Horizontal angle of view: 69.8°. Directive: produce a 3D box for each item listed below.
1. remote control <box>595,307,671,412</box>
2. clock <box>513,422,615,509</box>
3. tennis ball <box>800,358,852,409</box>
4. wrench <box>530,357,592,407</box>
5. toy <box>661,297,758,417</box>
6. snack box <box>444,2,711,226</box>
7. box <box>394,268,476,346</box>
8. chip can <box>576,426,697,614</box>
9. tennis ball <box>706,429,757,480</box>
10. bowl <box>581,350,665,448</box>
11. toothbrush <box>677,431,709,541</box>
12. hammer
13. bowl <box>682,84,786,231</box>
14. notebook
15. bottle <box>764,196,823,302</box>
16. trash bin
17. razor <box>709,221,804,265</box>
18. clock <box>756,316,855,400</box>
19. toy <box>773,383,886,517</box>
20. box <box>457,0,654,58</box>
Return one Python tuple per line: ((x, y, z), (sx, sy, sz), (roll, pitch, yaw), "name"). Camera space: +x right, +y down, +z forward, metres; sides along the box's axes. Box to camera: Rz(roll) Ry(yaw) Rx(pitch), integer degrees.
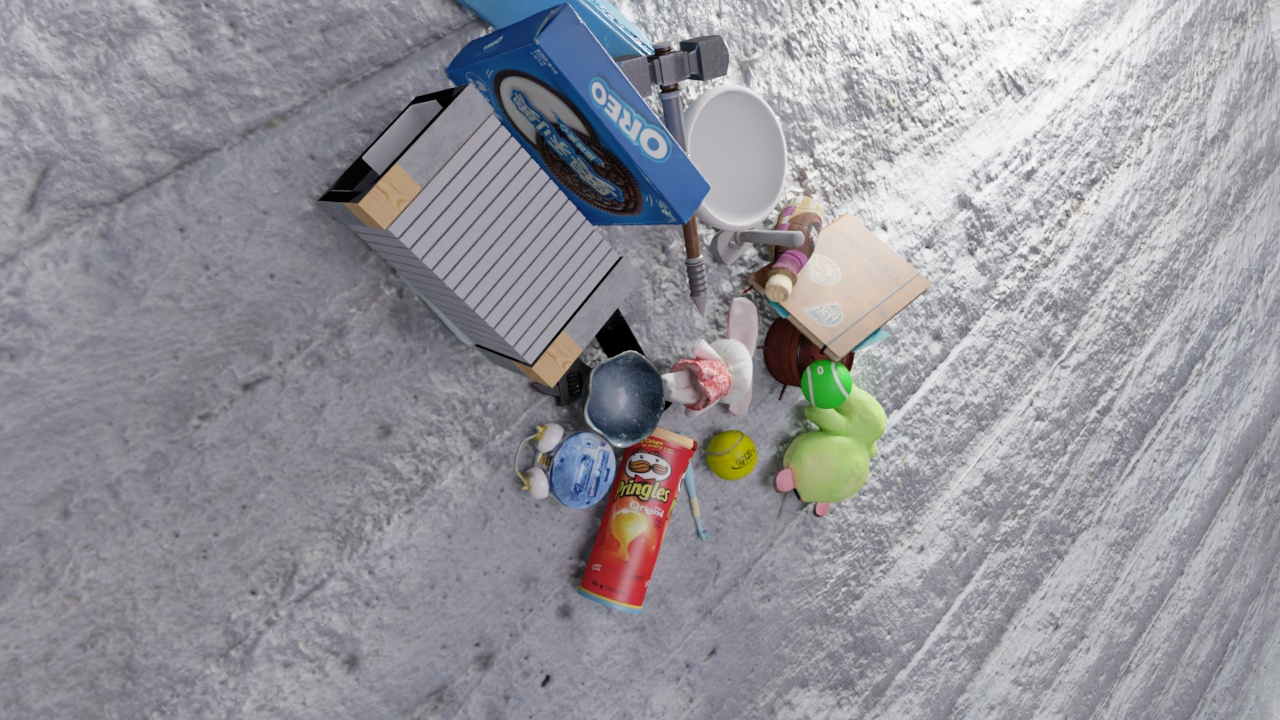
((-0.007, 0.006, 1.099), (0.047, 0.022, 0.150), (-46, 118, -32), "remote control")
((-0.088, 0.119, 1.048), (0.125, 0.052, 0.088), (19, 83, -37), "clock")
((0.242, 0.031, 1.192), (0.065, 0.065, 0.065), (-4, 97, -37), "tennis ball")
((-0.019, 0.029, 1.115), (0.272, 0.018, 0.073), (10, 88, -39), "wrench")
((0.093, 0.017, 1.145), (0.193, 0.084, 0.159), (-24, 118, -47), "toy")
((-0.066, -0.237, 0.939), (0.239, 0.196, 0.056), (45, 70, -31), "snack box")
((-0.180, -0.145, 0.964), (0.191, 0.045, 0.209), (-49, 120, -24), "box")
((-0.004, 0.186, 1.098), (0.087, 0.087, 0.213), (24, 81, -37), "chip can")
((0.120, 0.124, 1.199), (0.065, 0.065, 0.065), (-4, 97, -37), "tennis ball")
((-0.029, 0.043, 1.057), (0.110, 0.055, 0.110), (-3, 95, -34), "bowl")
((0.067, 0.164, 1.194), (0.022, 0.016, 0.155), (-48, 127, -62), "toothbrush")
((0.050, -0.197, 1.052), (0.155, 0.043, 0.323), (-21, 118, -21), "hammer")
((0.100, -0.249, 1.146), (0.176, 0.066, 0.176), (-4, 97, -37), "bowl")
((0.275, -0.097, 1.245), (0.248, 0.014, 0.178), (-34, 70, -35), "notebook")
((0.198, -0.145, 1.207), (0.059, 0.060, 0.165), (49, 47, -30), "bottle")
((-0.151, -0.116, 0.883), (0.142, 0.143, 0.247), (-52, 121, -13), "trash bin")
((0.159, -0.157, 1.169), (0.088, 0.116, 0.047), (-43, 123, -27), "razor")
((0.240, -0.022, 1.273), (0.157, 0.072, 0.120), (-38, 116, -28), "clock")
((0.281, 0.123, 1.304), (0.150, 0.107, 0.196), (38, 63, -36), "toy")
((-0.089, -0.384, 1.008), (0.231, 0.094, 0.111), (30, 34, -34), "box")
